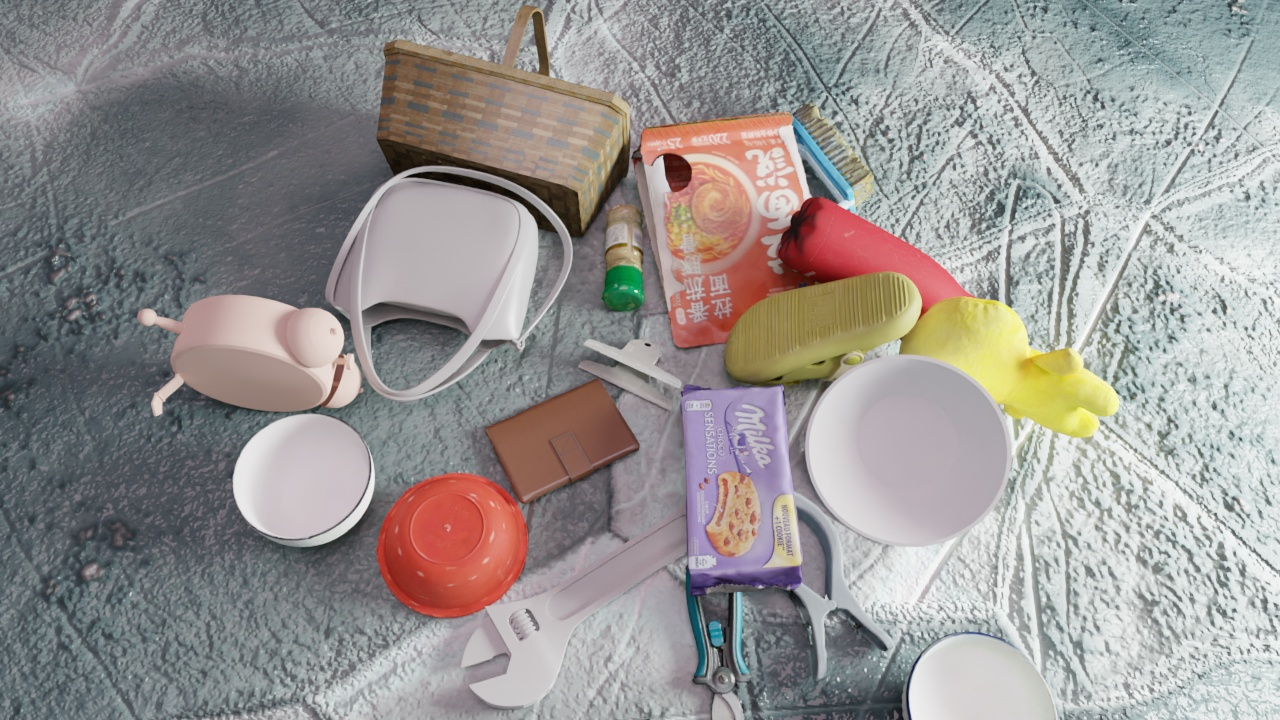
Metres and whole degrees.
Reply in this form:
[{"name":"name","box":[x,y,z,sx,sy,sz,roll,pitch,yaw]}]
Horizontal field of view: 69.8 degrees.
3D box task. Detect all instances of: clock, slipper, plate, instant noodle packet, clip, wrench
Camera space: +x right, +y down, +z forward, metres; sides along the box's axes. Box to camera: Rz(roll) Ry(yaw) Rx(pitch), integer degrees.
[{"name":"clock","box":[-0.333,0.006,0.799,0.160,0.131,0.086,-2,62,-6]},{"name":"slipper","box":[0.175,-0.023,0.867,0.191,0.081,0.091,-18,50,24]},{"name":"plate","box":[0.238,0.078,0.824,0.174,0.036,0.174,3,100,17]},{"name":"instant noodle packet","box":[0.091,-0.128,0.939,0.164,0.084,0.220,-8,82,-11]},{"name":"clip","box":[-0.006,0.007,0.886,0.102,0.054,0.057,26,98,9]},{"name":"clip","box":[0.164,0.184,0.800,0.106,0.028,0.163,-15,65,-11]},{"name":"wrench","box":[-0.027,0.199,0.785,0.272,0.018,0.086,-28,68,-19]}]

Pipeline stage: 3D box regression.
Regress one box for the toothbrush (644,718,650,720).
[{"name":"toothbrush","box":[-0.079,0.318,0.718,0.189,0.017,0.016,-16,64,-12]}]

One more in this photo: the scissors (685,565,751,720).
[{"name":"scissors","box":[0.062,0.238,0.770,0.150,0.019,0.130,39,68,14]}]

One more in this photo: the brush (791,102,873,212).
[{"name":"brush","box":[0.188,-0.217,1.001,0.075,0.055,0.135,-32,67,4]}]

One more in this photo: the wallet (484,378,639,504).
[{"name":"wallet","box":[-0.073,0.073,0.850,0.120,0.013,0.087,-24,62,-16]}]

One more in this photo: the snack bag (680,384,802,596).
[{"name":"snack bag","box":[0.085,0.107,0.798,0.096,0.058,0.205,-5,53,9]}]

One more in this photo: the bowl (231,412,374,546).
[{"name":"bowl","box":[-0.284,0.108,0.788,0.113,0.063,0.113,2,62,-4]}]

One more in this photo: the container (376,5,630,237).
[{"name":"container","box":[-0.131,-0.255,0.942,0.250,0.158,0.186,15,73,4]}]

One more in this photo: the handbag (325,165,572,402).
[{"name":"handbag","box":[-0.189,-0.064,0.872,0.216,0.096,0.222,11,67,4]}]

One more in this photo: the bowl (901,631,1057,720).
[{"name":"bowl","box":[0.262,0.283,0.735,0.118,0.062,0.118,1,62,-3]}]

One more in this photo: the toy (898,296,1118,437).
[{"name":"toy","box":[0.324,0.011,0.841,0.208,0.134,0.092,19,56,8]}]

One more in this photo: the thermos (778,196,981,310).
[{"name":"thermos","box":[0.253,-0.078,0.899,0.240,0.073,0.073,25,62,-11]}]

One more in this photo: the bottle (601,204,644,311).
[{"name":"bottle","box":[-0.018,-0.105,0.932,0.043,0.043,0.110,2,61,-3]}]

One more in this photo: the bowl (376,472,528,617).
[{"name":"bowl","box":[-0.162,0.150,0.785,0.130,0.045,0.130,2,62,-3]}]
